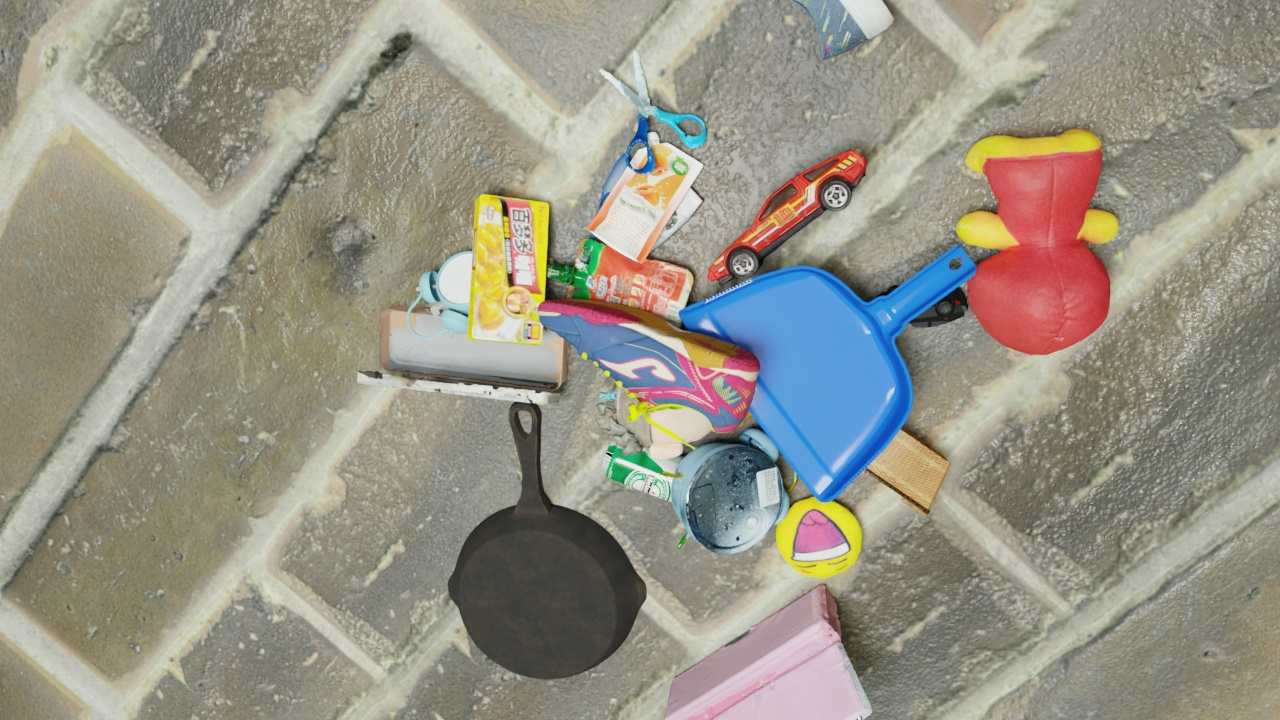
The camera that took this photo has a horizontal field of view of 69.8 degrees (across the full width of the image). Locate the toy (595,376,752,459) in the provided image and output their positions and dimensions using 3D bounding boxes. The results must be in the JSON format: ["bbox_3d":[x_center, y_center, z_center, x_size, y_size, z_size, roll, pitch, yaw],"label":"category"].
[{"bbox_3d":[0.040,0.041,0.985,0.176,0.076,0.132,2,89,10],"label":"toy"}]

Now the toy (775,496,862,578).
[{"bbox_3d":[0.198,0.197,1.016,0.096,0.041,0.094,-13,99,16],"label":"toy"}]

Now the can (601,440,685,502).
[{"bbox_3d":[0.010,0.120,1.021,0.101,0.053,0.053,20,107,4],"label":"can"}]

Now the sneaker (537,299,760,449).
[{"bbox_3d":[-0.005,0.005,0.905,0.242,0.116,0.091,21,108,25],"label":"sneaker"}]

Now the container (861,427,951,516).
[{"bbox_3d":[0.269,0.103,0.970,0.114,0.063,0.061,34,100,-1],"label":"container"}]

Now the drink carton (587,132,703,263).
[{"bbox_3d":[0.005,-0.169,0.943,0.069,0.039,0.122,33,89,4],"label":"drink carton"}]

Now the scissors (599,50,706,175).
[{"bbox_3d":[-0.001,-0.246,0.926,0.132,0.015,0.110,42,81,-6],"label":"scissors"}]

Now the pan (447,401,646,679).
[{"bbox_3d":[-0.123,0.221,1.076,0.249,0.043,0.356,-2,105,10],"label":"pan"}]

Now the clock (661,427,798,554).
[{"bbox_3d":[0.105,0.138,0.983,0.161,0.060,0.118,-14,105,-21],"label":"clock"}]

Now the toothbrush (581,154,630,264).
[{"bbox_3d":[-0.040,-0.157,0.973,0.021,0.016,0.132,25,108,0],"label":"toothbrush"}]

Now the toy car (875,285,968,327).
[{"bbox_3d":[0.284,-0.053,0.934,0.092,0.042,0.036,-7,127,12],"label":"toy car"}]

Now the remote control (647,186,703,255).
[{"bbox_3d":[0.011,-0.138,0.972,0.125,0.010,0.039,-42,95,17],"label":"remote control"}]

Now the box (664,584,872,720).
[{"bbox_3d":[0.127,0.361,1.008,0.233,0.179,0.059,-38,113,15],"label":"box"}]

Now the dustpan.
[{"bbox_3d":[0.210,-0.025,0.903,0.258,0.059,0.245,-37,91,7],"label":"dustpan"}]

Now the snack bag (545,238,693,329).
[{"bbox_3d":[-0.025,-0.076,0.973,0.155,0.044,0.087,14,104,2],"label":"snack bag"}]

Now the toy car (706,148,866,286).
[{"bbox_3d":[0.144,-0.140,0.912,0.190,0.081,0.056,-39,90,17],"label":"toy car"}]

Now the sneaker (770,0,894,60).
[{"bbox_3d":[0.135,-0.383,0.849,0.079,0.087,0.235,-37,99,22],"label":"sneaker"}]

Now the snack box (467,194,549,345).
[{"bbox_3d":[-0.138,-0.094,0.961,0.075,0.025,0.152,4,85,-21],"label":"snack box"}]

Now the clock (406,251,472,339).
[{"bbox_3d":[-0.199,-0.069,0.993,0.123,0.042,0.087,-38,66,-2],"label":"clock"}]

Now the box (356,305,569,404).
[{"bbox_3d":[-0.190,-0.007,1.013,0.216,0.094,0.107,7,79,8],"label":"box"}]

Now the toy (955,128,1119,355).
[{"bbox_3d":[0.380,-0.109,0.876,0.148,0.098,0.216,-2,100,18],"label":"toy"}]
